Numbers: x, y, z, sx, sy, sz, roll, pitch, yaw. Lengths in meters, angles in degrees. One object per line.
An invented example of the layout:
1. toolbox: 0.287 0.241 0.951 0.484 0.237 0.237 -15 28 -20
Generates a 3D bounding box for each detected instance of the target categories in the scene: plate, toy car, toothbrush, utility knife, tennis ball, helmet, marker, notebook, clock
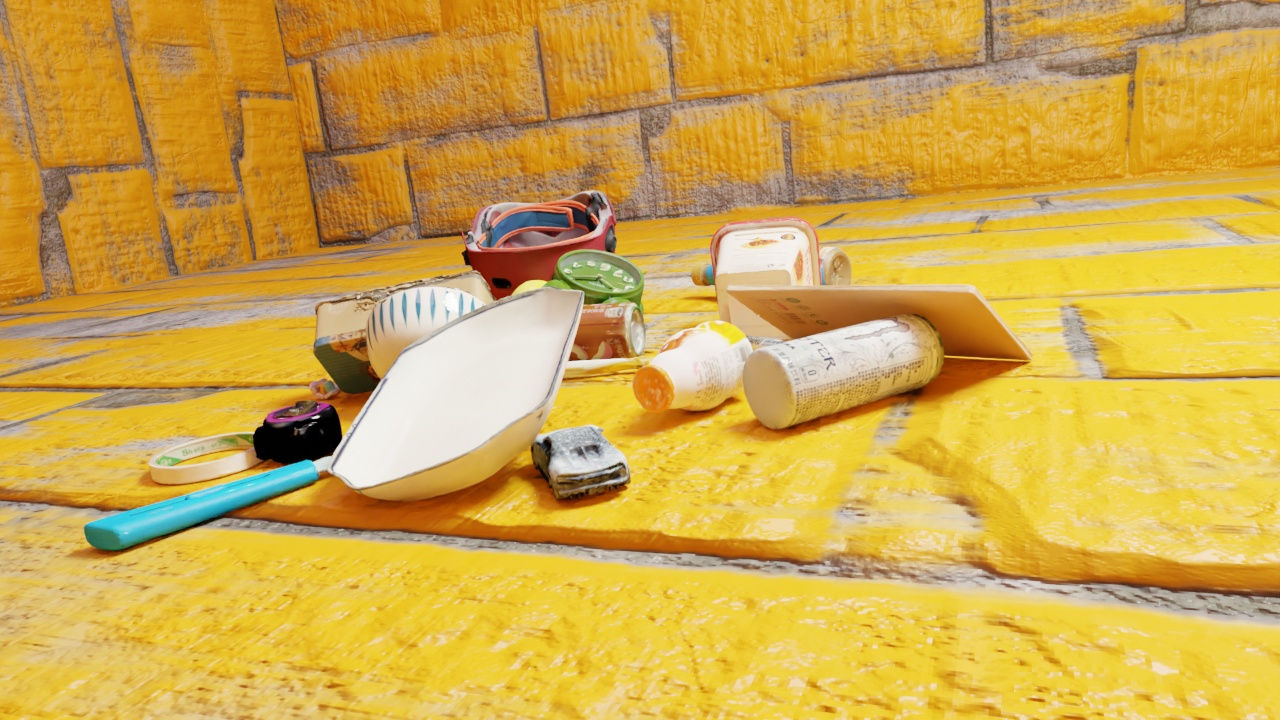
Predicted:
1. plate: -0.117 0.020 0.654 0.162 0.034 0.265 -18 24 11
2. toy car: -0.041 0.060 0.581 0.049 0.031 0.105 -9 12 -16
3. toothbrush: -0.005 0.005 0.848 0.191 0.016 0.018 -5 21 5
4. toothbrush: -0.285 0.004 0.971 0.029 0.021 0.188 20 20 8
5. utility knife: -0.261 0.086 0.608 0.034 0.018 0.187 4 15 43
6. tennis ball: -0.125 -0.064 1.106 0.065 0.065 0.065 -6 13 1
7. helmet: -0.128 -0.127 1.228 0.207 0.144 0.239 -7 26 5
8. marker: 0.101 -0.017 0.885 0.016 0.017 0.146 -15 15 -33
9. notebook: 0.192 -0.031 0.749 0.208 0.008 0.147 4 -17 40
10. clock: -0.053 -0.071 1.038 0.116 0.056 0.160 15 33 3

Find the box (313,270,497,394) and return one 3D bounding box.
1. box: -0.212 -0.027 0.873 0.184 0.090 0.061 -11 55 5

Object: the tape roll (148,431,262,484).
1. tape roll: -0.329 0.074 0.705 0.086 0.014 0.085 -7 12 1

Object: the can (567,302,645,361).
1. can: -0.072 -0.026 0.920 0.147 0.058 0.057 -3 13 18

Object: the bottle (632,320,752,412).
1. bottle: 0.039 0.008 0.695 0.063 0.063 0.108 3 16 37

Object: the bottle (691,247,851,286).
1. bottle: 0.157 -0.109 1.162 0.219 0.065 0.065 4 16 42

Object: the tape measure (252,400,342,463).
1. tape measure: -0.259 0.053 0.701 0.057 0.039 0.057 -4 13 13

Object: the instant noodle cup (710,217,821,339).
1. instant noodle cup: 0.128 -0.079 0.962 0.117 0.116 0.124 -3 25 15

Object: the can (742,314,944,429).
1. can: 0.147 0.006 0.662 0.146 0.058 0.058 -13 14 -27

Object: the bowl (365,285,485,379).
1. bowl: -0.182 -0.003 0.806 0.116 0.117 0.066 -7 54 -3
